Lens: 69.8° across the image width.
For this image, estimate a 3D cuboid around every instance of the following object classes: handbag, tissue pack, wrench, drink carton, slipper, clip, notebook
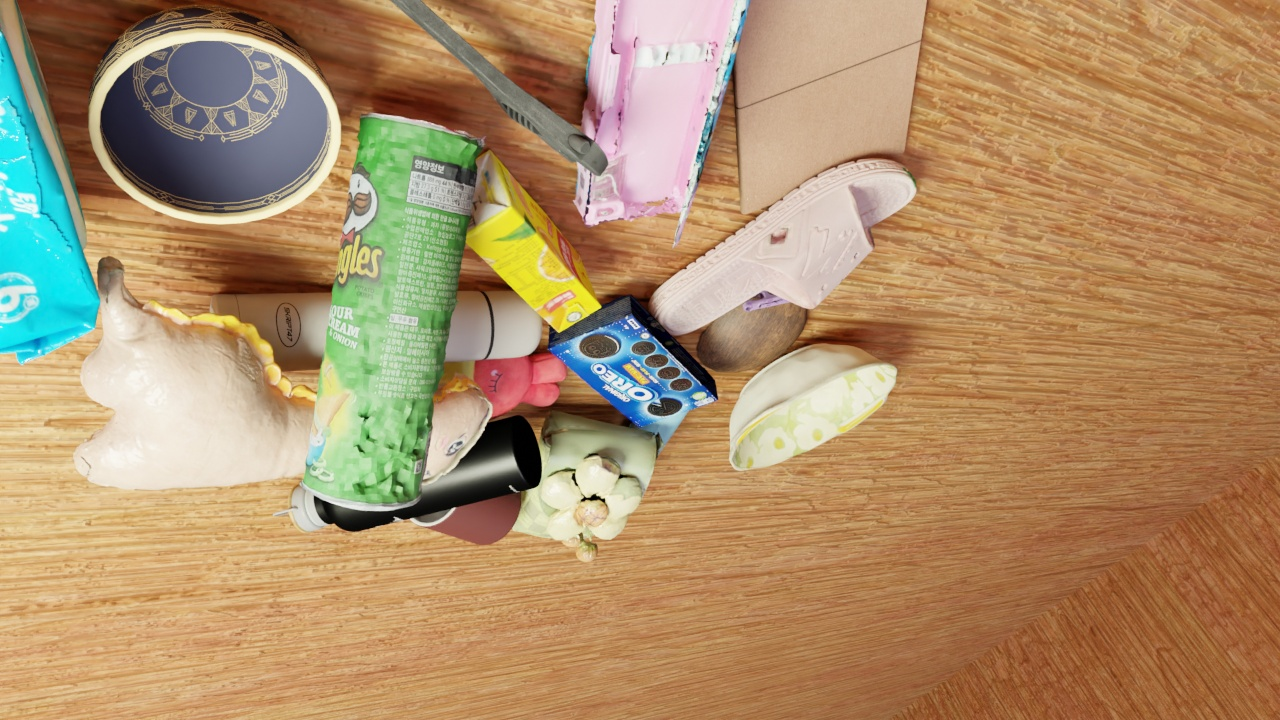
[{"bbox_3d":[-0.056,0.130,0.867,0.113,0.116,0.187,10,139,-17],"label":"handbag"},{"bbox_3d":[-0.294,-0.106,0.400,0.066,0.117,0.210,-14,146,-26],"label":"tissue pack"},{"bbox_3d":[-0.107,-0.175,0.483,0.018,0.073,0.273,-54,136,2],"label":"wrench"},{"bbox_3d":[-0.079,-0.076,0.630,0.043,0.058,0.134,-29,147,9],"label":"drink carton"},{"bbox_3d":[0.120,-0.078,0.744,0.239,0.064,0.094,-30,154,11],"label":"slipper"},{"bbox_3d":[0.112,-0.055,0.812,0.053,0.036,0.013,-5,141,-6],"label":"clip"},{"bbox_3d":[0.131,-0.200,0.643,0.141,0.008,0.209,-22,146,-6],"label":"notebook"}]

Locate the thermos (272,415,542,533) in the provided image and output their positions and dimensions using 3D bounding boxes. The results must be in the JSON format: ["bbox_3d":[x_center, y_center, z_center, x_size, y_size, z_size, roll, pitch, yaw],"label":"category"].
[{"bbox_3d":[-0.200,0.103,0.766,0.231,0.061,0.061,-15,148,12],"label":"thermos"}]

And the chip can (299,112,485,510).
[{"bbox_3d":[-0.146,-0.026,0.538,0.075,0.075,0.223,7,97,-39],"label":"chip can"}]

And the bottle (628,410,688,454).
[{"bbox_3d":[0.007,0.073,0.906,0.040,0.040,0.130,-1,139,-32],"label":"bottle"}]

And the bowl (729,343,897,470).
[{"bbox_3d":[0.162,0.038,0.925,0.218,0.060,0.189,0,144,-46],"label":"bowl"}]

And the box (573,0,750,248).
[{"bbox_3d":[0.022,-0.158,0.550,0.085,0.096,0.231,-11,143,-21],"label":"box"}]

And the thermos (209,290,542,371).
[{"bbox_3d":[-0.178,-0.022,0.645,0.223,0.052,0.052,-3,140,-29],"label":"thermos"}]

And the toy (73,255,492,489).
[{"bbox_3d":[-0.206,0.020,0.582,0.263,0.065,0.197,-4,132,-36],"label":"toy"}]

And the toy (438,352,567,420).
[{"bbox_3d":[-0.121,0.018,0.743,0.135,0.045,0.092,2,141,-38],"label":"toy"}]

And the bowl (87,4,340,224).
[{"bbox_3d":[-0.215,-0.132,0.464,0.112,0.061,0.113,-17,145,-12],"label":"bowl"}]

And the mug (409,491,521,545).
[{"bbox_3d":[-0.152,0.111,0.835,0.105,0.073,0.082,-56,143,-2],"label":"mug"}]

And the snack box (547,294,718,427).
[{"bbox_3d":[-0.005,0.005,0.778,0.082,0.027,0.150,-22,140,23],"label":"snack box"}]

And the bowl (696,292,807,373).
[{"bbox_3d":[0.111,-0.019,0.860,0.114,0.026,0.102,-27,146,2],"label":"bowl"}]
